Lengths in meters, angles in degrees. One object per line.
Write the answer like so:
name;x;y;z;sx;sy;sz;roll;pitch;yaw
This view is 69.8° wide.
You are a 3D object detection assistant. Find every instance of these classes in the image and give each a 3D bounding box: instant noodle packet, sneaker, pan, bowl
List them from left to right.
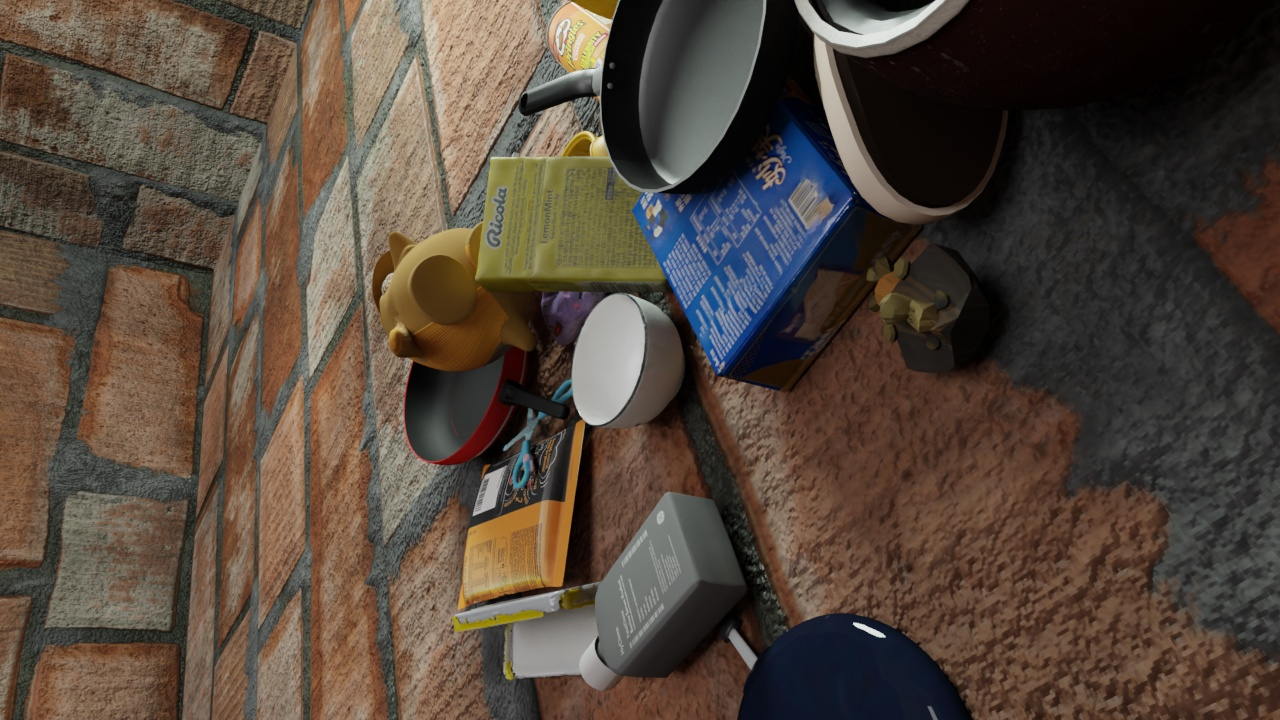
pan;-0.158;0.028;0.991;0.357;0.067;0.209;14;84;51
instant noodle packet;-0.123;0.160;0.924;0.221;0.032;0.159;-28;48;50
bowl;-0.005;0.005;0.774;0.114;0.063;0.113;-26;58;51
pan;-0.004;-0.225;0.720;0.356;0.044;0.204;9;93;58
pan;0.086;0.219;0.606;0.356;0.021;0.199;47;118;54
sneaker;0.146;-0.206;0.598;0.117;0.111;0.293;123;147;-65

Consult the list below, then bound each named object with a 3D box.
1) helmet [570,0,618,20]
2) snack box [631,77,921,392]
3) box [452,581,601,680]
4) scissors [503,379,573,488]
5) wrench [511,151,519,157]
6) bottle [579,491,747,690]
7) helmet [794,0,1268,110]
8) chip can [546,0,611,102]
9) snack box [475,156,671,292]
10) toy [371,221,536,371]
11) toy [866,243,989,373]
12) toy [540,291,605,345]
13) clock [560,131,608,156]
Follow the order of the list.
helmet;0.021;-0.399;0.808;0.210;0.139;0.239;-36;36;45
snack box;0.085;-0.104;0.668;0.155;0.069;0.202;-56;39;30
box;-0.100;0.243;0.828;0.210;0.080;0.079;-27;55;49
scissors;-0.103;0.066;0.927;0.136;0.015;0.135;-48;29;20
wrench;-0.164;-0.145;1.030;0.274;0.010;0.070;131;153;-67
bottle;0.006;0.188;0.691;0.174;0.046;0.083;-57;34;31
helmet;0.169;-0.235;0.413;0.233;0.253;0.234;-143;54;-60
chip can;-0.027;-0.287;0.882;0.075;0.075;0.215;-63;32;21
snack box;-0.052;-0.121;0.822;0.181;0.045;0.121;2;78;13
toy;-0.200;-0.063;0.931;0.204;0.198;0.162;-12;114;57
toy;0.161;-0.036;0.542;0.100;0.062;0.076;-133;42;-58
toy;-0.069;-0.066;0.918;0.100;0.036;0.080;-54;48;35
clock;-0.047;-0.168;0.910;0.152;0.052;0.113;8;86;62
